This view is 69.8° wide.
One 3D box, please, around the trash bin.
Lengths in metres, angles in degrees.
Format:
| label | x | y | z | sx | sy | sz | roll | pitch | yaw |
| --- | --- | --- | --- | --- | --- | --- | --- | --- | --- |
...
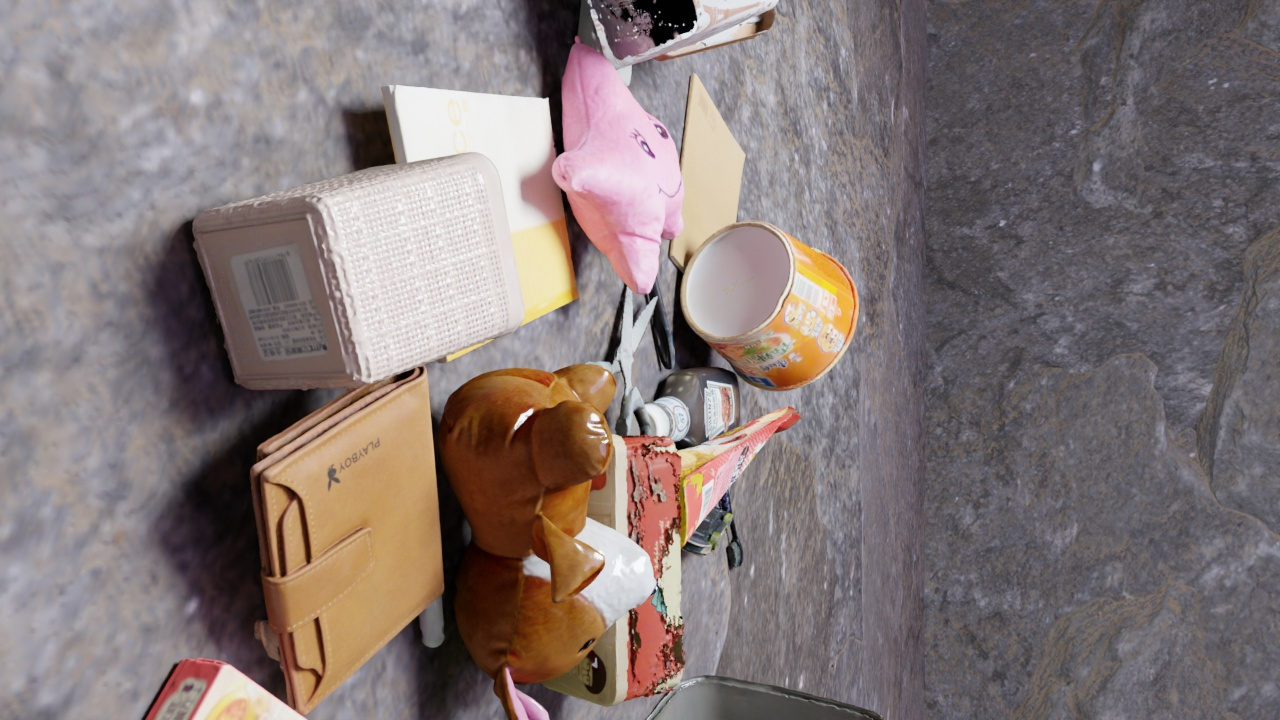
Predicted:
| label | x | y | z | sx | sy | sz | roll | pitch | yaw |
| --- | --- | --- | --- | --- | --- | --- | --- | --- | --- |
| trash bin | 0.091 | 0.409 | 0.737 | 0.198 | 0.199 | 0.220 | -26 | 117 | -63 |

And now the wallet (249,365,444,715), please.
| label | x | y | z | sx | sy | sz | roll | pitch | yaw |
| --- | --- | --- | --- | --- | --- | --- | --- | --- | --- |
| wallet | -0.130 | 0.078 | 0.418 | 0.107 | 0.031 | 0.132 | -41 | 139 | -55 |

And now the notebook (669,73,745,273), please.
| label | x | y | z | sx | sy | sz | roll | pitch | yaw |
| --- | --- | --- | --- | --- | --- | --- | --- | --- | --- |
| notebook | 0.072 | -0.167 | 0.953 | 0.149 | 0.012 | 0.211 | 42 | 50 | -56 |

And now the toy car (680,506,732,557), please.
| label | x | y | z | sx | sy | sz | roll | pitch | yaw |
| --- | --- | --- | --- | --- | --- | --- | --- | --- | --- |
| toy car | 0.056 | 0.158 | 0.846 | 0.090 | 0.042 | 0.035 | -24 | 132 | -71 |

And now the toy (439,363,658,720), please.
| label | x | y | z | sx | sy | sz | roll | pitch | yaw |
| --- | --- | --- | --- | --- | --- | --- | --- | --- | --- |
| toy | -0.052 | 0.102 | 0.517 | 0.140 | 0.130 | 0.200 | -82 | -179 | -74 |

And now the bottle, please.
| label | x | y | z | sx | sy | sz | roll | pitch | yaw |
| --- | --- | --- | --- | --- | --- | --- | --- | --- | --- |
| bottle | 0.039 | 0.049 | 0.821 | 0.194 | 0.044 | 0.080 | -9 | 98 | -65 |

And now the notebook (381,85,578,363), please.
| label | x | y | z | sx | sy | sz | roll | pitch | yaw |
| --- | --- | --- | --- | --- | --- | --- | --- | --- | --- |
| notebook | -0.087 | -0.091 | 0.565 | 0.205 | 0.010 | 0.146 | -39 | 122 | -69 |

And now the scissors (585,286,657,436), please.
| label | x | y | z | sx | sy | sz | roll | pitch | yaw |
| --- | --- | --- | --- | --- | --- | --- | --- | --- | --- |
| scissors | -0.014 | -0.001 | 0.720 | 0.165 | 0.014 | 0.163 | -3 | 74 | -54 |

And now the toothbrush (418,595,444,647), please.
| label | x | y | z | sx | sy | sz | roll | pitch | yaw |
| --- | --- | --- | --- | --- | --- | --- | --- | --- | --- |
| toothbrush | -0.117 | 0.062 | 0.498 | 0.029 | 0.020 | 0.189 | 180 | -93 | -71 |

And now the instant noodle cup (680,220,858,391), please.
| label | x | y | z | sx | sy | sz | roll | pitch | yaw |
| --- | --- | --- | --- | --- | --- | --- | --- | --- | --- |
| instant noodle cup | 0.116 | -0.057 | 0.874 | 0.111 | 0.152 | 0.151 | 27 | 63 | -50 |

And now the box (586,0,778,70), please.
| label | x | y | z | sx | sy | sz | roll | pitch | yaw |
| --- | --- | --- | --- | --- | --- | --- | --- | --- | --- |
| box | 0.047 | -0.328 | 0.672 | 0.204 | 0.158 | 0.181 | -25 | 104 | -31 |

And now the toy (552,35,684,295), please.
| label | x | y | z | sx | sy | sz | roll | pitch | yaw |
| --- | --- | --- | --- | --- | --- | --- | --- | --- | --- |
| toy | -0.019 | -0.145 | 0.666 | 0.178 | 0.075 | 0.194 | 67 | 22 | -18 |

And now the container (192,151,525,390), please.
| label | x | y | z | sx | sy | sz | roll | pitch | yaw |
| --- | --- | --- | --- | --- | --- | --- | --- | --- | --- |
| container | -0.124 | -0.039 | 0.412 | 0.110 | 0.090 | 0.090 | -35 | 119 | -58 |

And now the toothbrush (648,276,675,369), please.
| label | x | y | z | sx | sy | sz | roll | pitch | yaw |
| --- | --- | --- | --- | --- | --- | --- | --- | --- | --- |
| toothbrush | 0.009 | -0.077 | 0.800 | 0.018 | 0.016 | 0.181 | -56 | 138 | -66 |

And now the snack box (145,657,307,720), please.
| label | x | y | z | sx | sy | sz | roll | pitch | yaw |
| --- | --- | --- | --- | --- | --- | --- | --- | --- | --- |
| snack box | -0.178 | 0.198 | 0.339 | 0.075 | 0.025 | 0.152 | 64 | 33 | -42 |

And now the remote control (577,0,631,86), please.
| label | x | y | z | sx | sy | sz | roll | pitch | yaw |
| --- | --- | --- | --- | --- | --- | --- | --- | --- | --- |
| remote control | -0.025 | -0.295 | 0.735 | 0.058 | 0.021 | 0.149 | 29 | 60 | -55 |

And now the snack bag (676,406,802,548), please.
| label | x | y | z | sx | sy | sz | roll | pitch | yaw |
| --- | --- | --- | --- | --- | --- | --- | --- | --- | --- |
| snack bag | 0.052 | 0.099 | 0.767 | 0.073 | 0.129 | 0.207 | 49 | 29 | 13 |

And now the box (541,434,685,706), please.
| label | x | y | z | sx | sy | sz | roll | pitch | yaw |
| --- | --- | --- | --- | --- | --- | --- | --- | --- | --- |
| box | -0.014 | 0.133 | 0.611 | 0.077 | 0.091 | 0.168 | 3 | 84 | -42 |

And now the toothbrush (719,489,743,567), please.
| label | x | y | z | sx | sy | sz | roll | pitch | yaw |
| --- | --- | --- | --- | --- | --- | --- | --- | --- | --- |
| toothbrush | 0.085 | 0.136 | 0.950 | 0.016 | 0.014 | 0.189 | -37 | 121 | -47 |
